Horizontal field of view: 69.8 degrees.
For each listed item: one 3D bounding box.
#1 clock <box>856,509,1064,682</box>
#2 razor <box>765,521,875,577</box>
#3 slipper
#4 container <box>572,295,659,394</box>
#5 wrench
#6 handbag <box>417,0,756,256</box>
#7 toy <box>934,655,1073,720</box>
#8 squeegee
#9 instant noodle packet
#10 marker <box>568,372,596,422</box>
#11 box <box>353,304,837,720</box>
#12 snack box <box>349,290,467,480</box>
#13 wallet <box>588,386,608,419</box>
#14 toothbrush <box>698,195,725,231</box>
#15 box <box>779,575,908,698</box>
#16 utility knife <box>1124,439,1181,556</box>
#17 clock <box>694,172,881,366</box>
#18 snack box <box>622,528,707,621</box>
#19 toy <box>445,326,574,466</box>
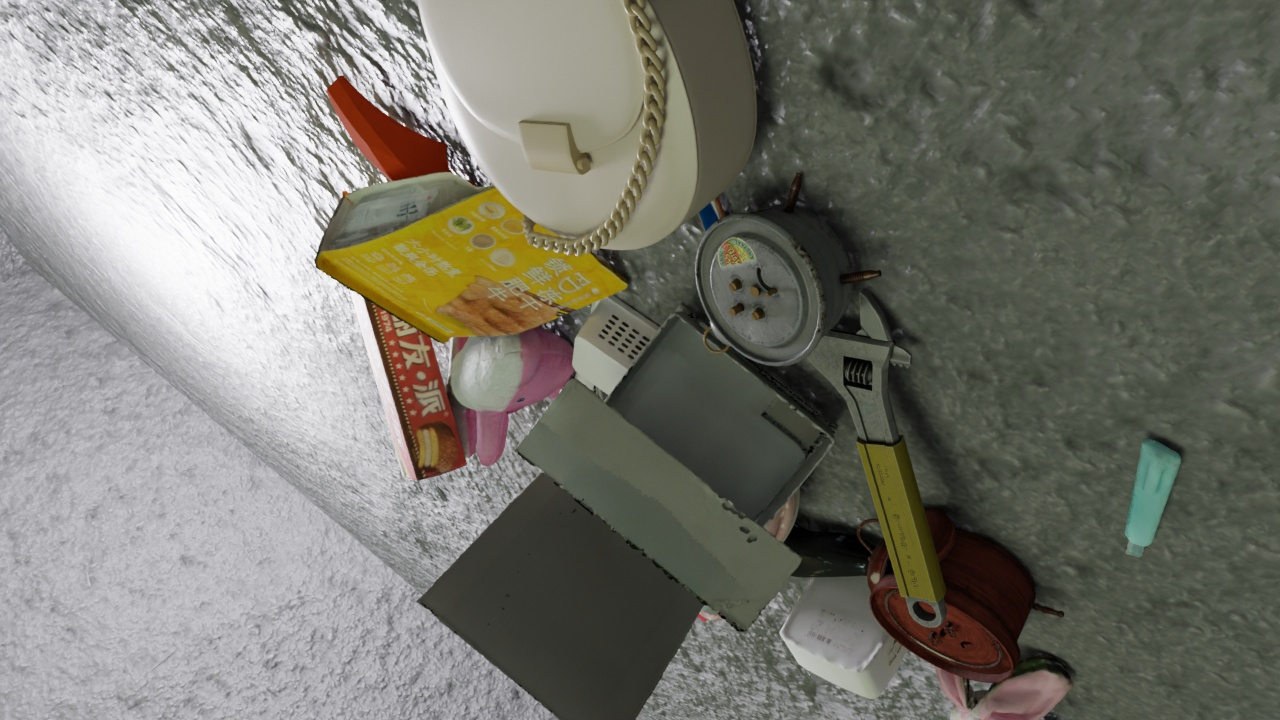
[{"bbox_3d":[0.242,0.183,0.740,0.158,0.072,0.121,34,152,12],"label":"clock"},{"bbox_3d":[0.160,0.170,0.857,0.141,0.052,0.064,-1,105,46],"label":"razor"},{"bbox_3d":[0.075,0.157,0.857,0.114,0.054,0.275,47,142,32],"label":"slipper"},{"bbox_3d":[-0.005,0.005,0.818,0.129,0.049,0.081,35,152,12],"label":"container"},{"bbox_3d":[0.170,0.072,0.648,0.084,0.018,0.273,-3,112,43],"label":"wrench"},{"bbox_3d":[-0.031,-0.175,0.559,0.211,0.103,0.209,16,135,39],"label":"handbag"},{"bbox_3d":[0.325,0.349,0.844,0.131,0.105,0.205,15,141,46],"label":"toy"},{"bbox_3d":[-0.194,-0.171,0.797,0.185,0.055,0.250,44,154,-24],"label":"squeegee"},{"bbox_3d":[-0.139,-0.090,0.784,0.222,0.084,0.163,-4,151,37],"label":"instant noodle packet"},{"bbox_3d":[-0.059,0.032,0.954,0.025,0.025,0.126,36,152,9],"label":"marker"},{"bbox_3d":[-0.017,0.134,0.676,0.167,0.367,0.150,38,150,5],"label":"box"},{"bbox_3d":[-0.262,0.013,1.022,0.113,0.060,0.236,-11,96,68],"label":"snack box"},{"bbox_3d":[-0.036,0.077,0.931,0.032,0.086,0.116,0,145,-5],"label":"wallet"},{"bbox_3d":[0.064,-0.074,0.651,0.022,0.017,0.135,7,138,44],"label":"toothbrush"},{"bbox_3d":[0.202,0.270,0.879,0.124,0.108,0.137,13,141,44],"label":"box"},{"bbox_3d":[0.317,0.094,0.577,0.022,0.015,0.129,26,151,35],"label":"utility knife"},{"bbox_3d":[0.080,-0.044,0.607,0.104,0.056,0.148,53,144,9],"label":"clock"},{"bbox_3d":[0.045,0.212,1.013,0.133,0.089,0.021,37,152,8],"label":"snack box"},{"bbox_3d":[-0.136,0.017,0.966,0.266,0.127,0.186,-21,72,62],"label":"toy"}]
